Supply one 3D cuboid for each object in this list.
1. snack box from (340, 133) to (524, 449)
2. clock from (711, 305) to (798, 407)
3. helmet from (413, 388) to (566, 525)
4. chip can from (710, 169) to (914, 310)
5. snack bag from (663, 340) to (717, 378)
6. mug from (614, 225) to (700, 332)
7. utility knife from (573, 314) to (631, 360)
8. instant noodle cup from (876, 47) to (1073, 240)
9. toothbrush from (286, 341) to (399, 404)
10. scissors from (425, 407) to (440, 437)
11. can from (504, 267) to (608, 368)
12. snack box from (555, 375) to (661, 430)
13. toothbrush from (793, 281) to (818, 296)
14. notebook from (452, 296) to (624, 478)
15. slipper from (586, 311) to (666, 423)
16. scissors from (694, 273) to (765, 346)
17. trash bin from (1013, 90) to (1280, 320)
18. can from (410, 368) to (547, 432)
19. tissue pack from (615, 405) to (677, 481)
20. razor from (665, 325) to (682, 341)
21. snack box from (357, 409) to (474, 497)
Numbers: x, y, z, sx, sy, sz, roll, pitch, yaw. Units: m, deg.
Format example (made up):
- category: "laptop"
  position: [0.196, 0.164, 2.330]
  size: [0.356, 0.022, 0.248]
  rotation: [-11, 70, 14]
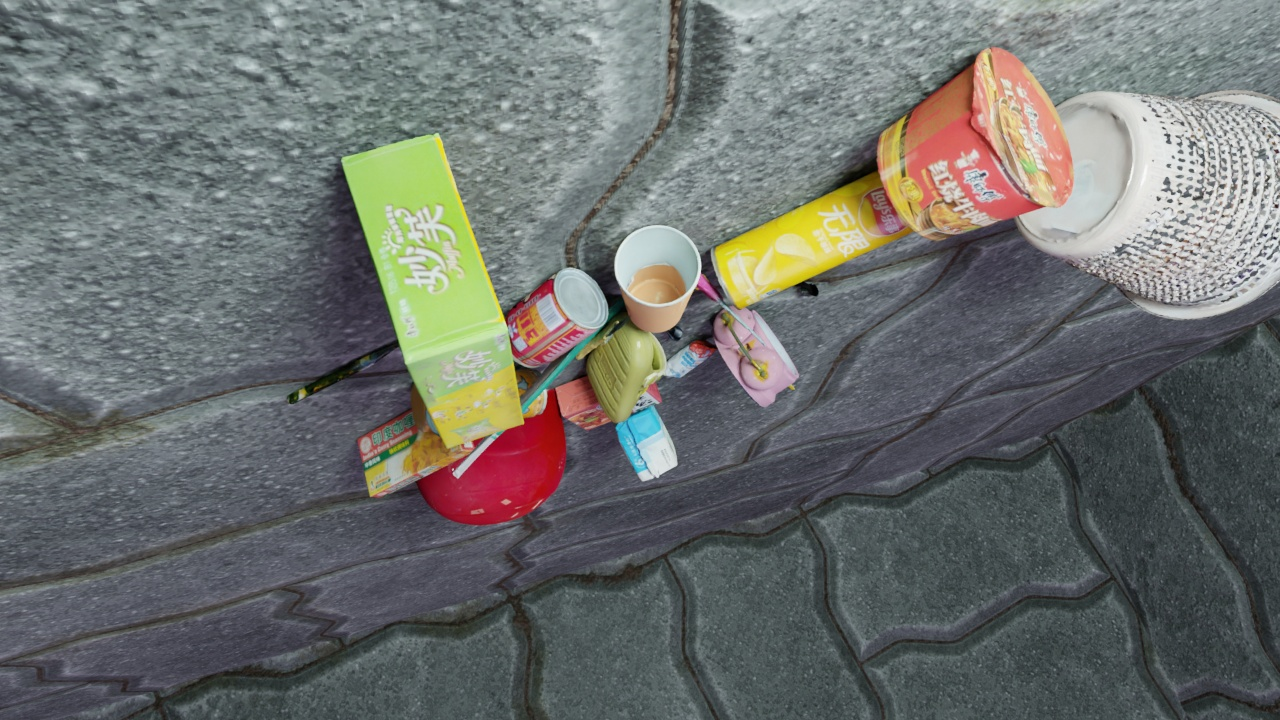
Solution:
- category: "snack box"
  position: [-0.147, -0.041, 0.678]
  size: [0.070, 0.157, 0.210]
  rotation: [-19, 162, -10]
- category: "clock"
  position: [0.136, -0.009, 1.108]
  size: [0.060, 0.117, 0.158]
  rotation: [-34, 160, 15]
- category: "helmet"
  position: [-0.196, 0.145, 1.197]
  size: [0.206, 0.144, 0.241]
  rotation: [-11, 161, -28]
- category: "chip can"
  position: [0.177, -0.123, 0.886]
  size: [0.214, 0.072, 0.072]
  rotation: [-23, 161, 18]
- category: "snack bag"
  position: [0.061, -0.001, 1.195]
  size: [0.048, 0.026, 0.104]
  rotation: [12, 147, -35]
- category: "mug"
  position: [0.015, -0.070, 0.884]
  size: [0.078, 0.078, 0.123]
  rotation: [-17, 166, -5]
- category: "utility knife"
  position: [-0.042, -0.025, 0.971]
  size: [0.031, 0.022, 0.213]
  rotation: [-54, -177, -16]
- category: "instant noodle cup"
  position: [0.272, -0.170, 0.760]
  size: [0.137, 0.137, 0.109]
  rotation: [-2, 164, -40]
- category: "toothbrush"
  position: [-0.278, 0.008, 0.914]
  size: [0.186, 0.017, 0.012]
  rotation: [-24, 164, 17]
- category: "scissors"
  position: [-0.170, 0.023, 0.970]
  size: [0.170, 0.019, 0.179]
  rotation: [-6, 133, -36]
- category: "can"
  position: [-0.085, -0.039, 0.884]
  size: [0.066, 0.066, 0.094]
  rotation: [3, 152, -47]
- category: "snack box"
  position: [-0.037, 0.049, 1.215]
  size: [0.113, 0.044, 0.127]
  rotation: [-21, 162, 10]
- category: "toothbrush"
  position: [0.163, -0.095, 1.044]
  size: [0.016, 0.014, 0.189]
  rotation: [-1, 172, 33]
- category: "notebook"
  position: [-0.103, 0.024, 0.948]
  size: [0.151, 0.012, 0.208]
  rotation: [-40, -172, 46]
- category: "slipper"
  position: [-0.006, 0.006, 1.058]
  size: [0.081, 0.091, 0.191]
  rotation: [-15, 159, -19]
- category: "scissors"
  position: [0.080, -0.061, 0.936]
  size: [0.017, 0.133, 0.135]
  rotation: [-46, -170, 5]
- category: "trash bin"
  position: [0.475, -0.161, 0.873]
  size: [0.192, 0.227, 0.228]
  rotation: [6, 153, -25]
- category: "can"
  position: [-0.183, 0.044, 1.042]
  size: [0.145, 0.058, 0.058]
  rotation: [-7, 158, -31]
- category: "tissue pack"
  position: [0.005, 0.109, 1.290]
  size: [0.063, 0.090, 0.140]
  rotation: [-26, -173, 3]
- category: "razor"
  position: [0.026, -0.046, 1.045]
  size: [0.042, 0.022, 0.142]
  rotation: [-63, 163, -4]
- category: "snack box"
  position: [-0.270, 0.101, 1.095]
  size: [0.156, 0.077, 0.027]
  rotation: [-27, 160, 26]
